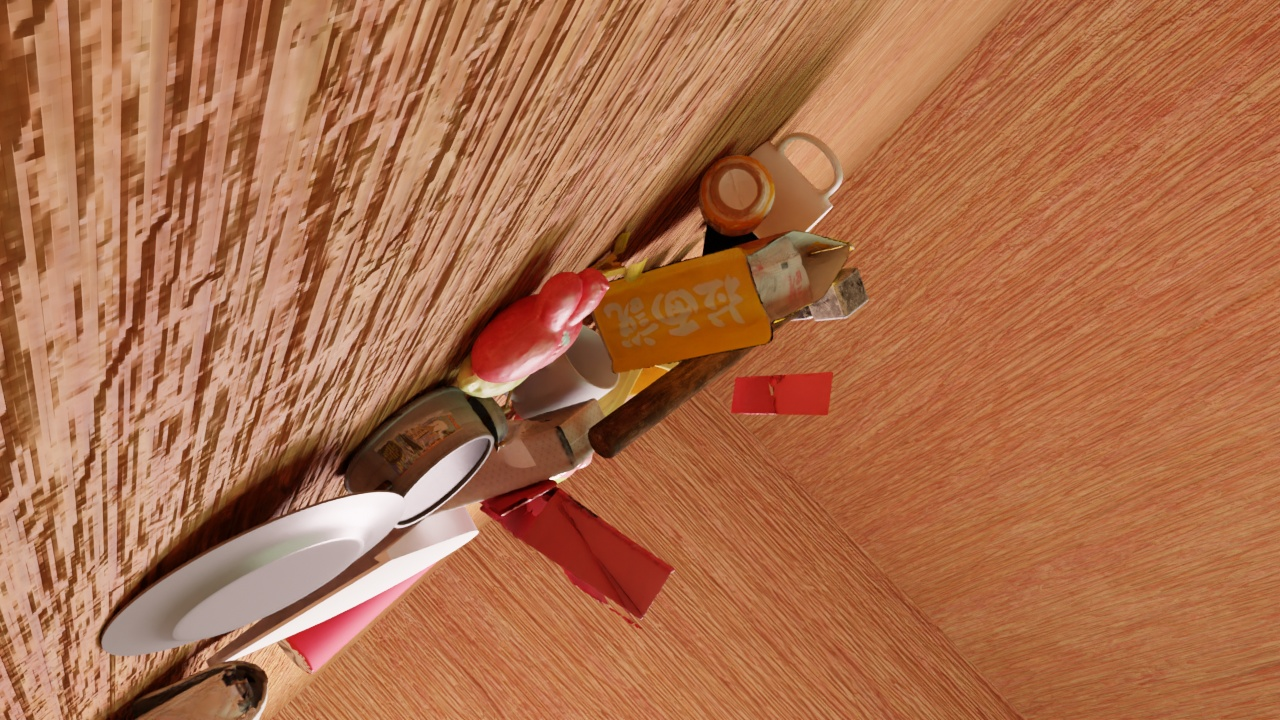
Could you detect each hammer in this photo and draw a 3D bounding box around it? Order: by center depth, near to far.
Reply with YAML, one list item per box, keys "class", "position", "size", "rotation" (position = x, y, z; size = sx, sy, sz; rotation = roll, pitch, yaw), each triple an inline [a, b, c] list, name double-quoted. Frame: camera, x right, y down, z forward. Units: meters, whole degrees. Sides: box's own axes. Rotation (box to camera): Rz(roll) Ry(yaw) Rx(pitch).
- class: "hammer"
  position: [0.043, 0.000, 0.857]
  size: [0.299, 0.037, 0.218]
  rotation: [-35, -161, -34]

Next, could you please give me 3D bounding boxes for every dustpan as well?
- class: "dustpan"
  position: [-0.261, 0.189, 0.873]
  size: [0.192, 0.053, 0.257]
  rotation: [-32, 171, 11]

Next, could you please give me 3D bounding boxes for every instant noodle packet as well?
- class: "instant noodle packet"
  position: [0.084, -0.066, 0.830]
  size: [0.163, 0.084, 0.221]
  rotation: [-13, -172, 37]

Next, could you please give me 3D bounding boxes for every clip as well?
- class: "clip"
  position: [-0.020, -0.077, 0.720]
  size: [0.054, 0.046, 0.048]
  rotation: [125, -22, -79]

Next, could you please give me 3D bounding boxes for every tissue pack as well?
- class: "tissue pack"
  position: [-0.126, 0.079, 0.796]
  size: [0.182, 0.071, 0.103]
  rotation: [-16, -173, 24]

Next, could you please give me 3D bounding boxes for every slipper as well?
- class: "slipper"
  position: [-0.006, 0.006, 0.968]
  size: [0.100, 0.078, 0.262]
  rotation: [-25, -158, 39]

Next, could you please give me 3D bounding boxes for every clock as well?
- class: "clock"
  position: [-0.143, 0.060, 0.645]
  size: [0.147, 0.056, 0.104]
  rotation: [-36, 165, -32]

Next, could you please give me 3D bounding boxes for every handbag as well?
- class: "handbag"
  position: [-0.388, 0.318, 0.771]
  size: [0.138, 0.072, 0.195]
  rotation: [-29, 168, -38]

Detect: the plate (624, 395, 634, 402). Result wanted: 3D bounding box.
- class: "plate"
  position: [-0.046, 0.024, 1.163]
  size: [0.174, 0.036, 0.174]
  rotation: [-163, -89, -72]

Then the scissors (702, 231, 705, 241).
- class: "scissors"
  position: [0.098, -0.084, 1.033]
  size: [0.171, 0.013, 0.175]
  rotation: [-7, -119, 32]

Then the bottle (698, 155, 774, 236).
- class: "bottle"
  position: [0.083, -0.139, 0.801]
  size: [0.063, 0.063, 0.108]
  rotation: [-44, 177, 3]

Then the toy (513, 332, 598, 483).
- class: "toy"
  position: [-0.090, 0.065, 1.082]
  size: [0.237, 0.096, 0.192]
  rotation: [-54, -160, 15]

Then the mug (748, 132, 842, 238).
- class: "mug"
  position: [0.144, -0.171, 0.904]
  size: [0.111, 0.090, 0.073]
  rotation: [-45, 177, 29]

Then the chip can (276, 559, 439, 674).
- class: "chip can"
  position: [-0.300, 0.246, 1.025]
  size: [0.219, 0.069, 0.069]
  rotation: [-41, 176, -37]

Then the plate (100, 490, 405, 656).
- class: "plate"
  position: [-0.220, 0.130, 0.543]
  size: [0.178, 0.012, 0.178]
  rotation: [-30, 165, -9]

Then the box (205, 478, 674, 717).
- class: "box"
  position: [-0.173, 0.198, 0.804]
  size: [0.373, 0.148, 0.213]
  rotation: [-20, -175, -20]

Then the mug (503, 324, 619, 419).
- class: "mug"
  position: [-0.087, 0.018, 0.833]
  size: [0.090, 0.071, 0.107]
  rotation: [-38, 153, 30]

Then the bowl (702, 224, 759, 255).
- class: "bowl"
  position: [0.110, -0.141, 1.014]
  size: [0.124, 0.124, 0.052]
  rotation: [-44, 134, 1]

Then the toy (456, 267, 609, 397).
- class: "toy"
  position: [-0.073, -0.017, 0.602]
  size: [0.135, 0.045, 0.091]
  rotation: [-40, 177, 40]
